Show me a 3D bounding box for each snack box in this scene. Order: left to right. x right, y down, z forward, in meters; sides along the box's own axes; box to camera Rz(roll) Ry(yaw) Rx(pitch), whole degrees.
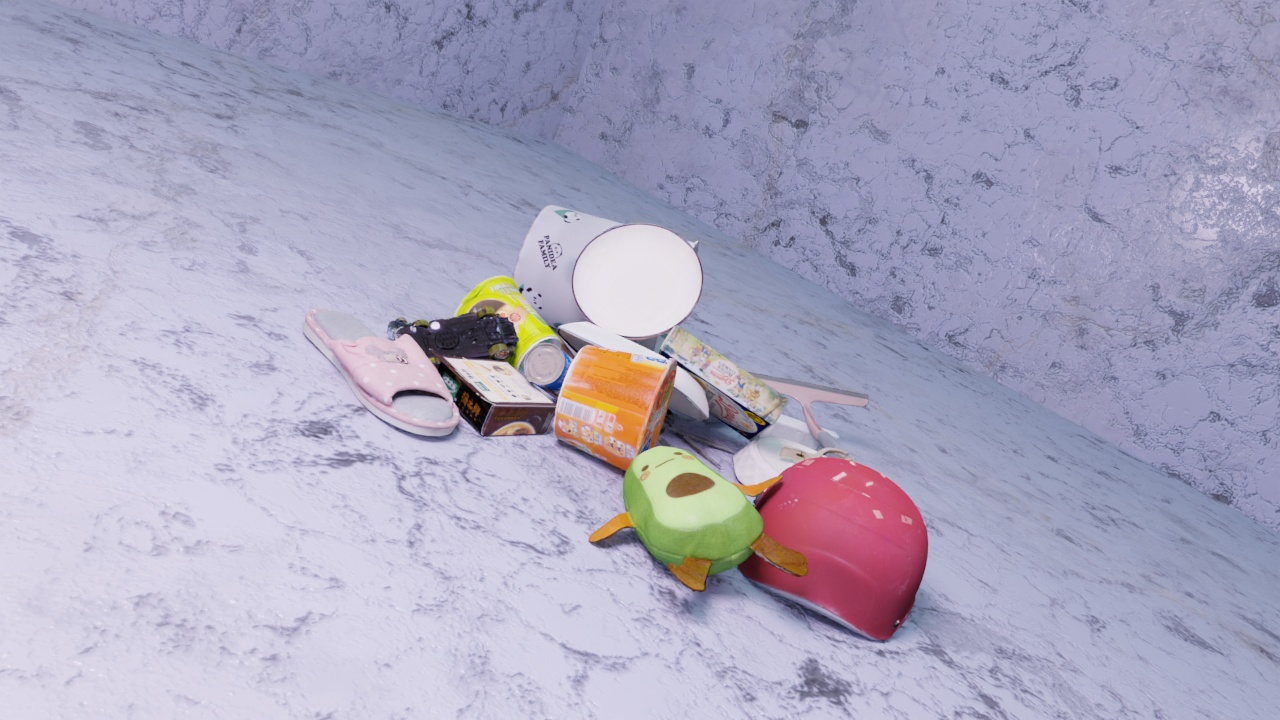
[{"bbox_3d":[-0.181,0.038,1.090,0.125,0.053,0.113,4,27,-49],"label":"snack box"},{"bbox_3d":[0.105,0.036,1.279,0.182,0.045,0.178,35,-11,5],"label":"snack box"}]

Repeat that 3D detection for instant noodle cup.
[{"bbox_3d":[-0.174,-0.036,1.248,0.123,0.112,0.111,41,23,26],"label":"instant noodle cup"},{"bbox_3d":[-0.032,0.053,1.104,0.111,0.151,0.151,18,16,9],"label":"instant noodle cup"}]

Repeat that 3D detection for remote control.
[{"bbox_3d":[0.246,0.119,1.431,0.125,0.049,0.024,18,21,-18],"label":"remote control"}]

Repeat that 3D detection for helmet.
[{"bbox_3d":[0.232,0.182,1.036,0.207,0.144,0.239,25,22,9],"label":"helmet"}]

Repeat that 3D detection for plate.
[{"bbox_3d":[-0.008,0.007,1.275,0.266,0.034,0.162,25,-14,43],"label":"plate"},{"bbox_3d":[-0.004,-0.111,1.342,0.192,0.192,0.039,29,-19,15],"label":"plate"},{"bbox_3d":[0.227,0.168,1.264,0.205,0.046,0.204,22,17,-8],"label":"plate"}]

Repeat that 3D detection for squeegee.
[{"bbox_3d":[0.273,0.106,1.372,0.247,0.040,0.249,11,25,-16],"label":"squeegee"}]

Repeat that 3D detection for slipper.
[{"bbox_3d":[-0.296,0.000,1.049,0.114,0.054,0.274,4,25,-49],"label":"slipper"}]

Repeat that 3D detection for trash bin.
[{"bbox_3d":[-0.059,-0.127,1.488,0.252,0.230,0.229,21,17,6],"label":"trash bin"}]

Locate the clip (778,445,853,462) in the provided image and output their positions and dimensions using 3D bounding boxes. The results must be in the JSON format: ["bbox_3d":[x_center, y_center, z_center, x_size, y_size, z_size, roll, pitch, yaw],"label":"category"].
[{"bbox_3d":[0.240,0.138,1.239,0.099,0.035,0.070,10,22,-24],"label":"clip"}]

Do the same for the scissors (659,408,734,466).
[{"bbox_3d":[0.053,0.100,1.294,0.178,0.014,0.159,20,18,-18],"label":"scissors"}]

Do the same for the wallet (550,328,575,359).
[{"bbox_3d":[-0.142,-0.015,1.345,0.090,0.033,0.115,9,23,-33],"label":"wallet"}]

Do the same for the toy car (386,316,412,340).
[{"bbox_3d":[-0.284,-0.029,1.189,0.090,0.034,0.043,14,22,-25],"label":"toy car"}]

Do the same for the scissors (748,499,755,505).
[{"bbox_3d":[0.098,0.161,1.166,0.133,0.017,0.118,23,12,-20],"label":"scissors"}]

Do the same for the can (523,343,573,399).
[{"bbox_3d":[-0.101,0.022,1.169,0.053,0.053,0.134,31,-6,20],"label":"can"}]

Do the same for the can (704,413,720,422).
[{"bbox_3d":[0.145,0.065,1.441,0.058,0.058,0.146,35,20,32],"label":"can"}]

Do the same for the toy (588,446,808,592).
[{"bbox_3d":[0.054,0.159,0.954,0.226,0.090,0.247,-10,23,-22],"label":"toy"}]

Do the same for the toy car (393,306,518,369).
[{"bbox_3d":[-0.232,-0.023,1.154,0.158,0.042,0.070,-10,62,-23],"label":"toy car"}]
